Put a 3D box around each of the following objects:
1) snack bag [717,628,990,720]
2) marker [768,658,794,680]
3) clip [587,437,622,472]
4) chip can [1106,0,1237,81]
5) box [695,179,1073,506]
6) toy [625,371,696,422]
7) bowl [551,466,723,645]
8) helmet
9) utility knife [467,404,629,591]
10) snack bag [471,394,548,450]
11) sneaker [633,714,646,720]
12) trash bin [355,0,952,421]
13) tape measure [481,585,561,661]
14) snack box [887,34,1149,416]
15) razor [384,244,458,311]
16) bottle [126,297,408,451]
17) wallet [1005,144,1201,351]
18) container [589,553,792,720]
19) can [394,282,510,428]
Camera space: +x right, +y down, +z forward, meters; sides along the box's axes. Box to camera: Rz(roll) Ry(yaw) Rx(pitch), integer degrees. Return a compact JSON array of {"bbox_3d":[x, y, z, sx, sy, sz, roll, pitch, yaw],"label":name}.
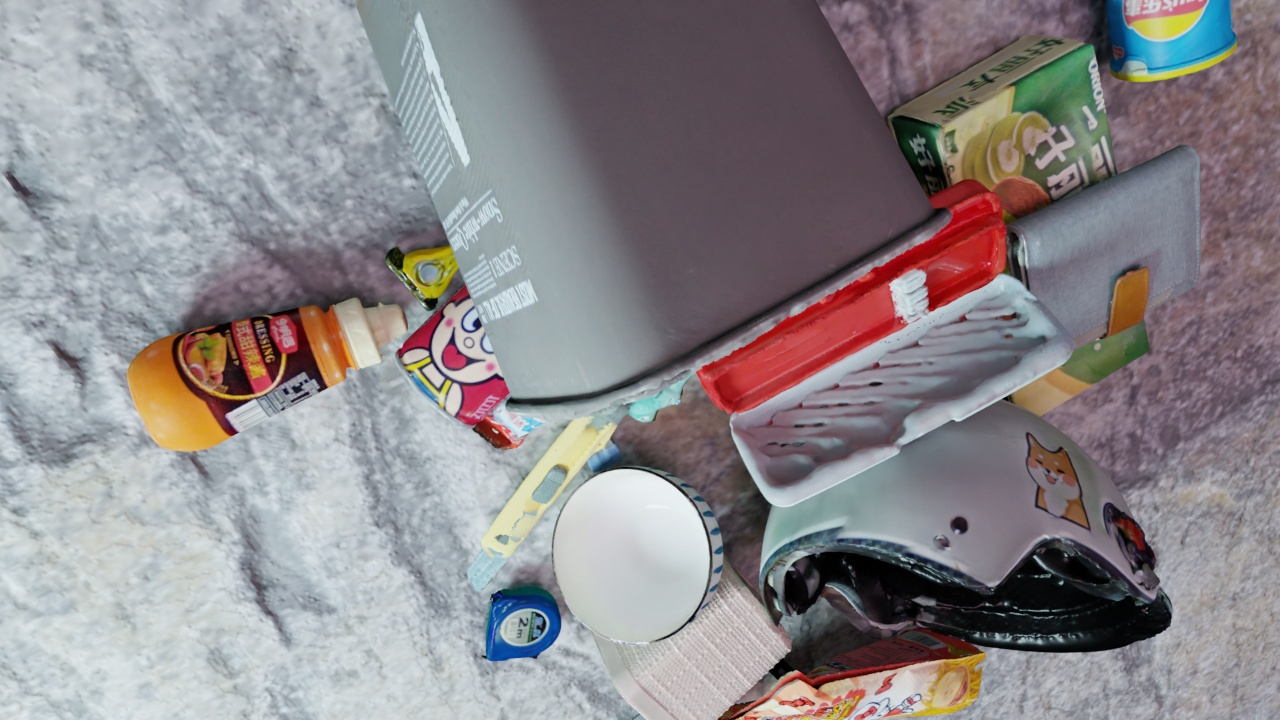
[{"bbox_3d":[0.165,0.252,0.715,0.207,0.073,0.129,2,152,-30],"label":"snack bag"},{"bbox_3d":[0.140,0.282,0.773,0.018,0.015,0.124,-42,116,-2],"label":"marker"},{"bbox_3d":[-0.033,0.047,0.619,0.026,0.037,0.058,-22,119,0],"label":"clip"},{"bbox_3d":[0.309,-0.281,0.548,0.071,0.071,0.210,-25,117,-5],"label":"chip can"},{"bbox_3d":[0.137,-0.009,0.534,0.201,0.100,0.094,-29,139,5],"label":"box"},{"bbox_3d":[-0.004,0.004,0.598,0.097,0.030,0.092,-28,123,20],"label":"toy"},{"bbox_3d":[0.005,0.129,0.626,0.116,0.116,0.066,-56,158,11],"label":"bowl"},{"bbox_3d":[0.214,0.105,0.628,0.273,0.231,0.156,15,64,-23],"label":"helmet"},{"bbox_3d":[-0.069,0.092,0.622,0.031,0.019,0.183,32,115,-16],"label":"utility knife"},{"bbox_3d":[-0.062,0.023,0.584,0.105,0.026,0.045,-34,117,23],"label":"snack bag"},{"bbox_3d":[-0.045,0.379,0.718,0.242,0.090,0.089,-38,117,3],"label":"sneaker"},{"bbox_3d":[-0.012,-0.110,0.432,0.198,0.199,0.220,-30,98,-21],"label":"trash bin"},{"bbox_3d":[-0.085,0.188,0.660,0.054,0.025,0.058,2,116,-19],"label":"tape measure"},{"bbox_3d":[0.260,-0.082,0.623,0.114,0.063,0.240,-29,117,-5],"label":"snack box"},{"bbox_3d":[-0.086,-0.083,0.543,0.132,0.028,0.043,-37,114,-1],"label":"razor"},{"bbox_3d":[-0.206,0.000,0.526,0.149,0.067,0.067,-21,117,-15],"label":"bottle"},{"bbox_3d":[0.301,-0.063,0.587,0.129,0.037,0.106,-25,116,-7],"label":"wallet"},{"bbox_3d":[0.038,0.201,0.668,0.111,0.090,0.090,-39,117,-1],"label":"container"},{"bbox_3d":[-0.090,-0.014,0.547,0.094,0.066,0.066,-43,117,4],"label":"can"}]
